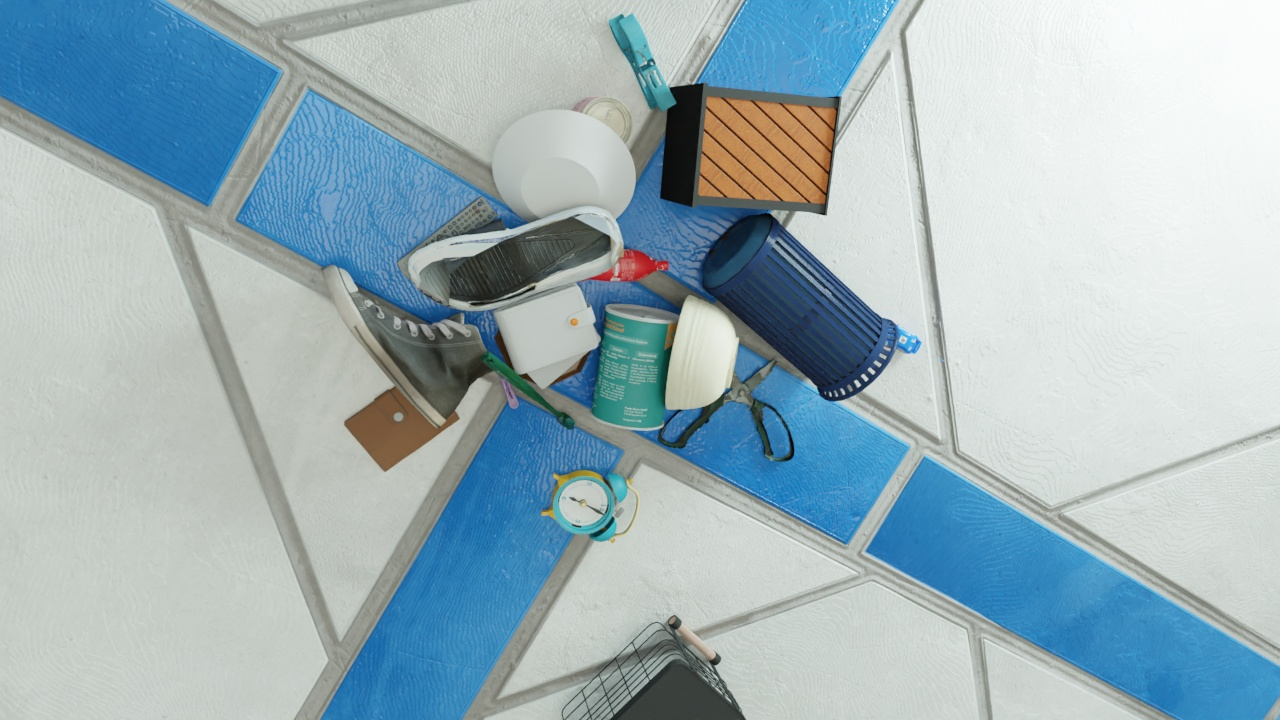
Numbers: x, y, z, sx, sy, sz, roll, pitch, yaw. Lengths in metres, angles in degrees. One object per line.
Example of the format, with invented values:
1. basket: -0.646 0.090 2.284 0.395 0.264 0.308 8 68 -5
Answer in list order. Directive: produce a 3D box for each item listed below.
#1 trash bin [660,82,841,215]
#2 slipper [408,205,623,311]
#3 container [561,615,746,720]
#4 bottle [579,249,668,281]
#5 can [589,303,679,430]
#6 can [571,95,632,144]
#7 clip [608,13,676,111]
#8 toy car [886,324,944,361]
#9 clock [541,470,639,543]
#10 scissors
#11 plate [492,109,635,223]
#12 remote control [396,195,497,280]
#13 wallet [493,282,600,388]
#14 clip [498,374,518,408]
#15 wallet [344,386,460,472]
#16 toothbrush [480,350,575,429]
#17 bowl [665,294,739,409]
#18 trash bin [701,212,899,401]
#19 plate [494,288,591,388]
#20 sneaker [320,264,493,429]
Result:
1. trash bin: 0.131 -0.261 1.138 0.171 0.139 0.140 1 104 -15
2. slipper: -0.151 -0.131 1.124 0.264 0.063 0.111 -14 129 11
3. container: 0.015 0.510 1.317 0.241 0.130 0.163 -44 110 0
4. bottle: -0.033 -0.123 1.184 0.141 0.042 0.042 -1 104 -14
5. can: -0.007 0.007 1.195 0.099 0.099 0.144 6 103 -16
6. can: -0.049 -0.288 1.118 0.067 0.076 0.067 -4 105 -14
7. clip: -0.005 -0.373 1.136 0.030 0.120 0.130 -34 133 -7
8. toy car: 0.382 -0.025 1.307 0.092 0.062 0.033 25 97 -19
9. clock: -0.066 0.198 1.262 0.129 0.043 0.099 15 100 -11
10. scissors: 0.138 0.089 1.300 0.201 0.015 0.206 -40 110 1
11. plate: -0.094 -0.212 1.098 0.174 0.036 0.174 3 134 3
12. remote control: -0.240 -0.150 1.138 0.136 0.013 0.033 -38 110 -2
13. wallet: -0.111 -0.028 1.163 0.118 0.037 0.115 -20 108 -5
14. clip: -0.174 0.038 1.203 0.013 0.029 0.050 -22 97 -10
15. wallet: -0.306 0.077 1.181 0.121 0.013 0.087 -36 110 -5
16. toothbrush: -0.139 0.042 1.172 0.016 0.017 0.190 -50 136 -4
17. bowl: 0.084 -0.004 1.180 0.075 0.150 0.151 10 102 8
18. trash bin: 0.205 -0.074 1.210 0.249 0.139 0.139 39 92 -19
19. plate: -0.121 -0.026 1.195 0.131 0.025 0.131 -4 105 -14
20. sneaker: -0.282 -0.041 1.118 0.119 0.095 0.235 -42 101 -12
